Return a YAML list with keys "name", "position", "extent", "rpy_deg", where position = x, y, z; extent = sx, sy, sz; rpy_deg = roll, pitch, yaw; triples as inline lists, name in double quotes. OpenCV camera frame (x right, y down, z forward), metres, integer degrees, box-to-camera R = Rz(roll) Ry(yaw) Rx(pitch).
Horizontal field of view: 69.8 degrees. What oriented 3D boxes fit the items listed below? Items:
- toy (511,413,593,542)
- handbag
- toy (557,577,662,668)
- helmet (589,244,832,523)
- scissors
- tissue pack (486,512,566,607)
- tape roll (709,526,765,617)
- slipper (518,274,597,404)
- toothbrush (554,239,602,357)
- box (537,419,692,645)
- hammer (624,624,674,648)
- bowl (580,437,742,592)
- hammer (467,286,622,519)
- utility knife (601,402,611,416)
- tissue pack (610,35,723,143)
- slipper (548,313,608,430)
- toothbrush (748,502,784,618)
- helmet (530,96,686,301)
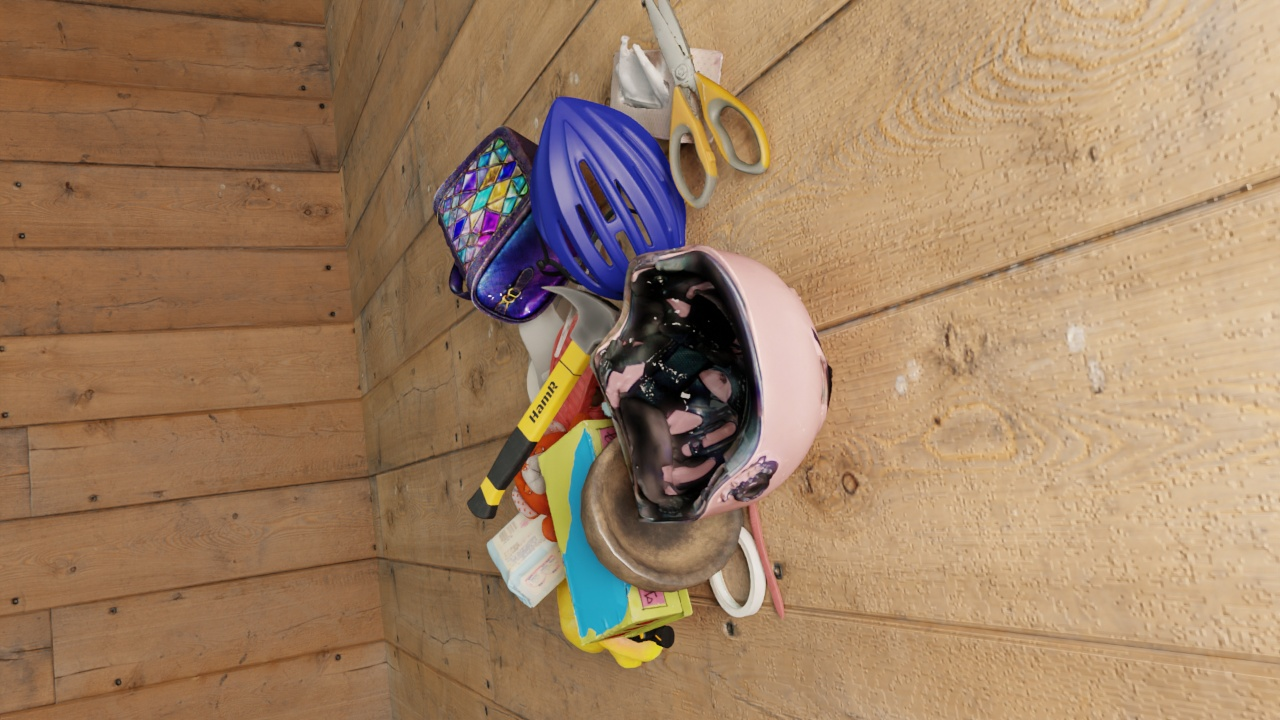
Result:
- name: "toy"
  position: [-0.084, 0.146, 1.129]
  extent: [0.173, 0.092, 0.163]
  rpy_deg: [14, 84, 29]
- name: "handbag"
  position: [-0.181, -0.170, 1.222]
  extent: [0.222, 0.125, 0.204]
  rpy_deg: [-47, 47, 19]
- name: "toy"
  position: [-0.050, 0.324, 1.162]
  extent: [0.194, 0.087, 0.134]
  rpy_deg: [-14, 85, 63]
- name: "helmet"
  position: [0.073, 0.020, 0.796]
  extent: [0.256, 0.152, 0.229]
  rpy_deg: [-64, 37, 43]
- name: "scissors"
  position: [0.056, -0.264, 0.869]
  extent: [0.134, 0.016, 0.228]
  rpy_deg: [-13, 91, 39]
- name: "tissue pack"
  position: [-0.113, 0.229, 1.213]
  extent: [0.070, 0.182, 0.112]
  rpy_deg: [51, 175, -30]
- name: "tape roll"
  position: [0.096, 0.213, 0.932]
  extent: [0.093, 0.013, 0.093]
  rpy_deg: [16, 108, 62]
- name: "slipper"
  position: [-0.134, -0.015, 1.284]
  extent: [0.267, 0.080, 0.112]
  rpy_deg: [120, 141, -48]
- name: "toothbrush"
  position: [-0.077, -0.080, 1.139]
  extent: [0.010, 0.010, 0.181]
  rpy_deg: [-47, 22, 56]
- name: "box"
  position: [-0.031, 0.183, 0.987]
  extent: [0.125, 0.081, 0.220]
  rpy_deg: [-42, 58, 47]
- name: "hammer"
  position: [0.003, 0.153, 1.031]
  extent: [0.123, 0.036, 0.320]
  rpy_deg: [2, 88, 54]
- name: "bowl"
  position: [0.014, 0.150, 0.903]
  extent: [0.070, 0.162, 0.162]
  rpy_deg: [-47, 52, 55]
- name: "hammer"
  position: [-0.120, 0.060, 1.084]
  extent: [0.170, 0.034, 0.325]
  rpy_deg: [46, 113, 31]
- name: "utility knife"
  position: [0.030, 0.040, 0.974]
  extent: [0.219, 0.019, 0.030]
  rpy_deg: [-10, 75, 43]
- name: "tissue pack"
  position: [0.013, -0.287, 0.972]
  extent: [0.181, 0.071, 0.104]
  rpy_deg: [-143, 53, -61]
- name: "slipper"
  position: [-0.076, 0.042, 1.195]
  extent: [0.103, 0.059, 0.249]
  rpy_deg: [53, 138, 39]
- name: "toothbrush"
  position: [0.111, 0.159, 0.894]
  extent: [0.015, 0.015, 0.184]
  rpy_deg: [-36, 63, 51]
- name: "helmet"
  position: [-0.055, -0.160, 0.997]
  extent: [0.241, 0.147, 0.228]
  rpy_deg: [57, 154, -17]
